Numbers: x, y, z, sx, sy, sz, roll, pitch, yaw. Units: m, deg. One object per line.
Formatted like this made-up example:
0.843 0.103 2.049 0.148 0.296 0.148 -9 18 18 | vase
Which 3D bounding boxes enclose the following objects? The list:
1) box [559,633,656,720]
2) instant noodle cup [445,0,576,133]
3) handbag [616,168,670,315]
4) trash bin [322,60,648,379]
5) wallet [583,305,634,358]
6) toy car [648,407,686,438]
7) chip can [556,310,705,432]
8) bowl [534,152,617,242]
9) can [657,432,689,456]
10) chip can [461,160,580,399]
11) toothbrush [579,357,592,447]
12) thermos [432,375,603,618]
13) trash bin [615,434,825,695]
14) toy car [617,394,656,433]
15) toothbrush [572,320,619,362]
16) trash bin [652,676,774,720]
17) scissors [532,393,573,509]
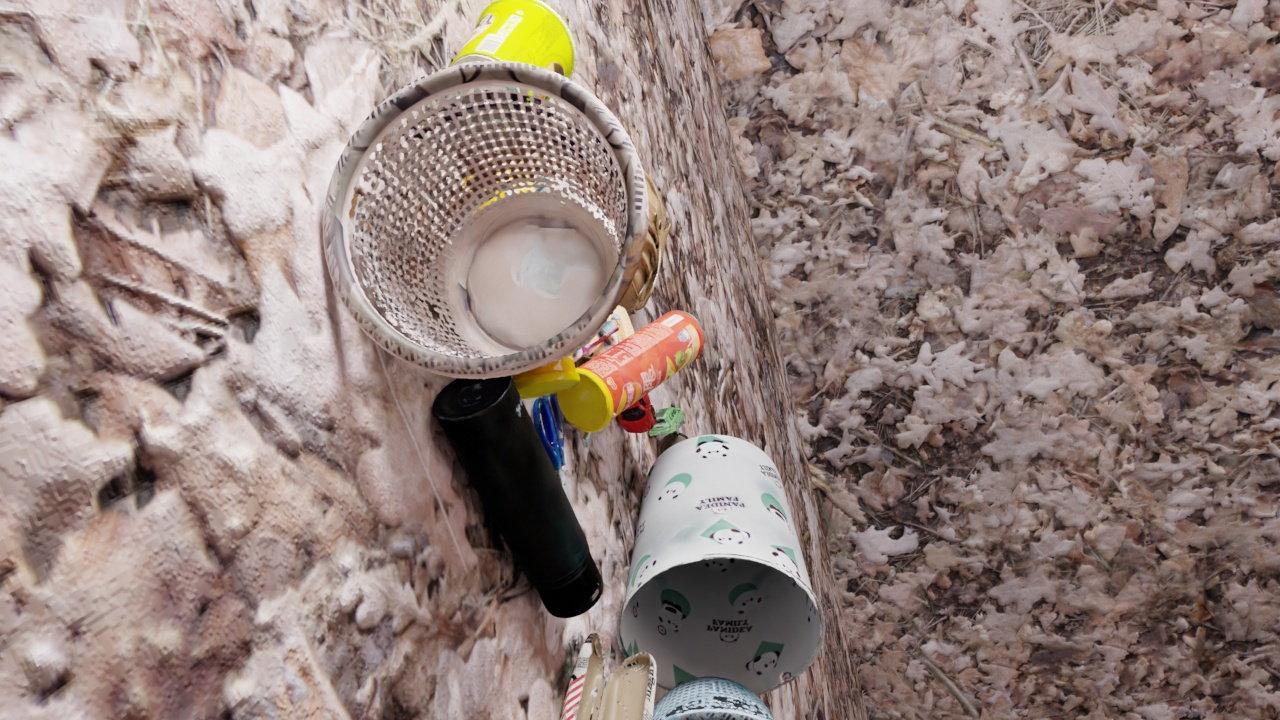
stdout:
-0.025 0.332 0.858 0.162 0.088 0.076 -77 166 -62 | box
-0.135 -0.285 0.907 0.123 0.112 0.112 -69 144 -48 | instant noodle cup
-0.014 -0.167 1.230 0.204 0.100 0.148 -77 154 -48 | handbag
-0.100 -0.085 0.715 0.192 0.227 0.227 62 19 -79 | trash bin
-0.047 -0.038 1.102 0.115 0.024 0.087 12 59 -50 | wallet
0.037 0.087 1.328 0.091 0.043 0.036 -34 111 -73 | toy car
-0.006 0.006 1.055 0.215 0.073 0.073 -35 114 -50 | chip can
-0.080 -0.170 1.033 0.116 0.066 0.116 23 58 -43 | bowl
0.071 0.153 1.379 0.133 0.053 0.053 50 32 -60 | can
-0.112 -0.073 0.850 0.072 0.072 0.213 20 56 -71 | chip can
-0.054 0.014 1.094 0.224 0.026 0.027 -84 165 -47 | toothbrush
-0.103 0.117 0.802 0.090 0.068 0.243 -126 -167 -57 | thermos
0.093 0.236 1.113 0.251 0.230 0.230 -85 157 -59 | trash bin
-0.014 0.048 1.168 0.031 0.049 0.106 -71 146 -60 | toy car
-0.070 -0.010 1.014 0.017 0.016 0.187 53 33 -1 | toothbrush
0.074 0.435 0.952 0.195 0.226 0.226 -40 118 -87 | trash bin
-0.085 0.120 0.941 0.108 0.012 0.174 38 44 -69 | scissors
